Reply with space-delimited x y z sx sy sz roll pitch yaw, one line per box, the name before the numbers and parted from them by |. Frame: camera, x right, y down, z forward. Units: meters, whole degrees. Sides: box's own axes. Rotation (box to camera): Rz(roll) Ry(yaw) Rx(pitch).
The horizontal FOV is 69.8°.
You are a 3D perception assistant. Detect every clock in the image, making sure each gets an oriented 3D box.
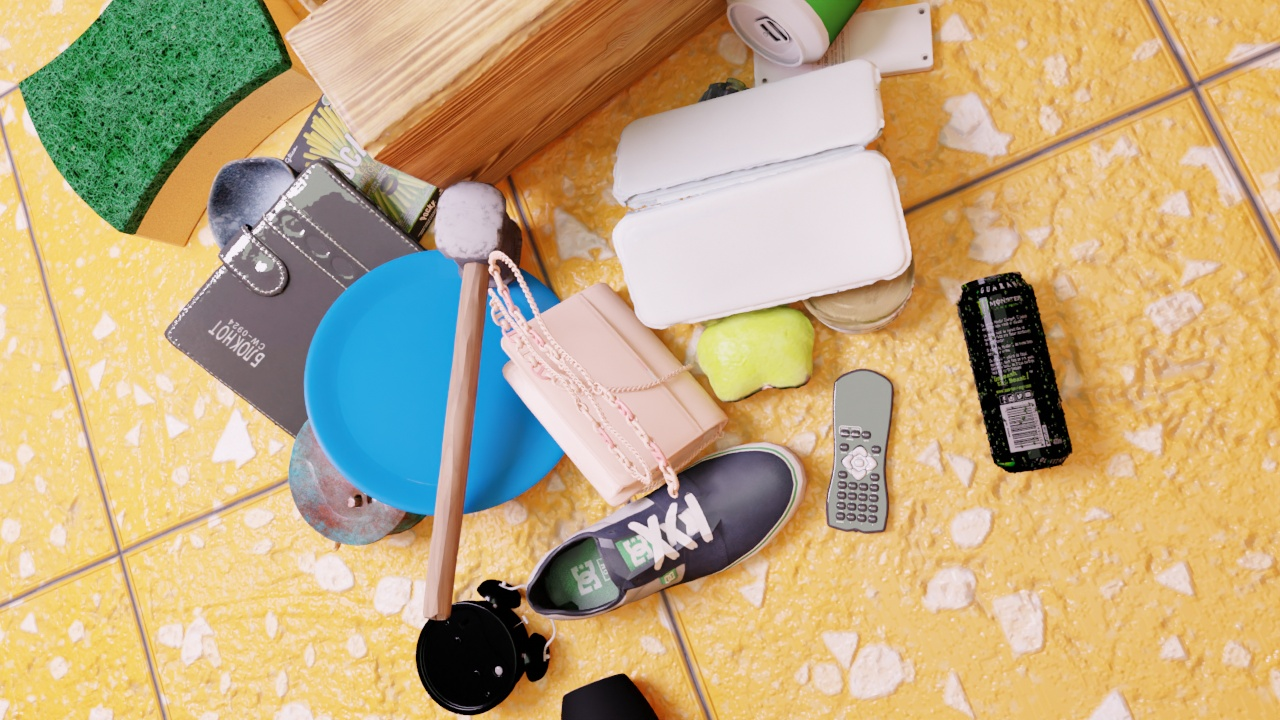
clock | -0.219 0.085 0.773 0.158 0.073 0.121 -32 79 11
clock | -0.124 0.233 0.751 0.121 0.042 0.091 -37 78 11

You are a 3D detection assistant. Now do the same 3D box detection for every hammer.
hammer | -0.135 0.028 0.699 0.052 0.098 0.328 4 80 3

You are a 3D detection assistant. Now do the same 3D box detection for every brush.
brush | -0.433 -0.255 0.854 0.250 0.075 0.195 -42 77 10

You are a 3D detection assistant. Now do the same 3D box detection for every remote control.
remote control | 0.157 -0.243 0.717 0.136 0.011 0.050 -3 86 16
remote control | 0.166 0.068 0.696 0.046 0.009 0.124 3 87 16

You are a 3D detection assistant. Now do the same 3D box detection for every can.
can | 0.161 -0.063 0.688 0.086 0.043 0.086 -1 86 16
can | 0.132 -0.296 0.679 0.088 0.088 0.140 35 88 15
can | 0.263 0.009 0.648 0.054 0.054 0.137 -13 83 15

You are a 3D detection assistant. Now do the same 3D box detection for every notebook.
notebook | -0.283 -0.047 0.790 0.169 0.029 0.209 42 97 -14

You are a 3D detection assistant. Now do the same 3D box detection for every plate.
plate | -0.156 0.016 0.749 0.224 0.024 0.224 2 72 -7

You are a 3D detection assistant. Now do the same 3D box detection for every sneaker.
sneaker | 0.018 0.136 0.698 0.235 0.079 0.084 -30 78 12

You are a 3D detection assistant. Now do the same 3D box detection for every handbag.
handbag | -0.005 0.004 0.657 0.116 0.188 0.198 -34 72 -22

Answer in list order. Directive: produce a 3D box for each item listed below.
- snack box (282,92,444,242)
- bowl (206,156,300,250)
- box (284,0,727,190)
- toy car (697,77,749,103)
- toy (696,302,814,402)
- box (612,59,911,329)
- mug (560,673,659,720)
snack box | -0.242 -0.171 0.820 0.147 0.025 0.080 35 96 15
bowl | -0.325 -0.129 0.819 0.110 0.055 0.110 4 108 12
box | -0.101 -0.291 0.673 0.279 0.258 0.220 -36 87 6
toy car | 0.094 -0.188 0.722 0.107 0.030 0.049 25 95 19
toy | 0.085 -0.028 0.708 0.092 0.046 0.115 -16 75 15
box | 0.080 -0.124 0.669 0.211 0.084 0.185 -9 85 20
mug | -0.029 0.305 0.709 0.119 0.084 0.100 -41 61 40
